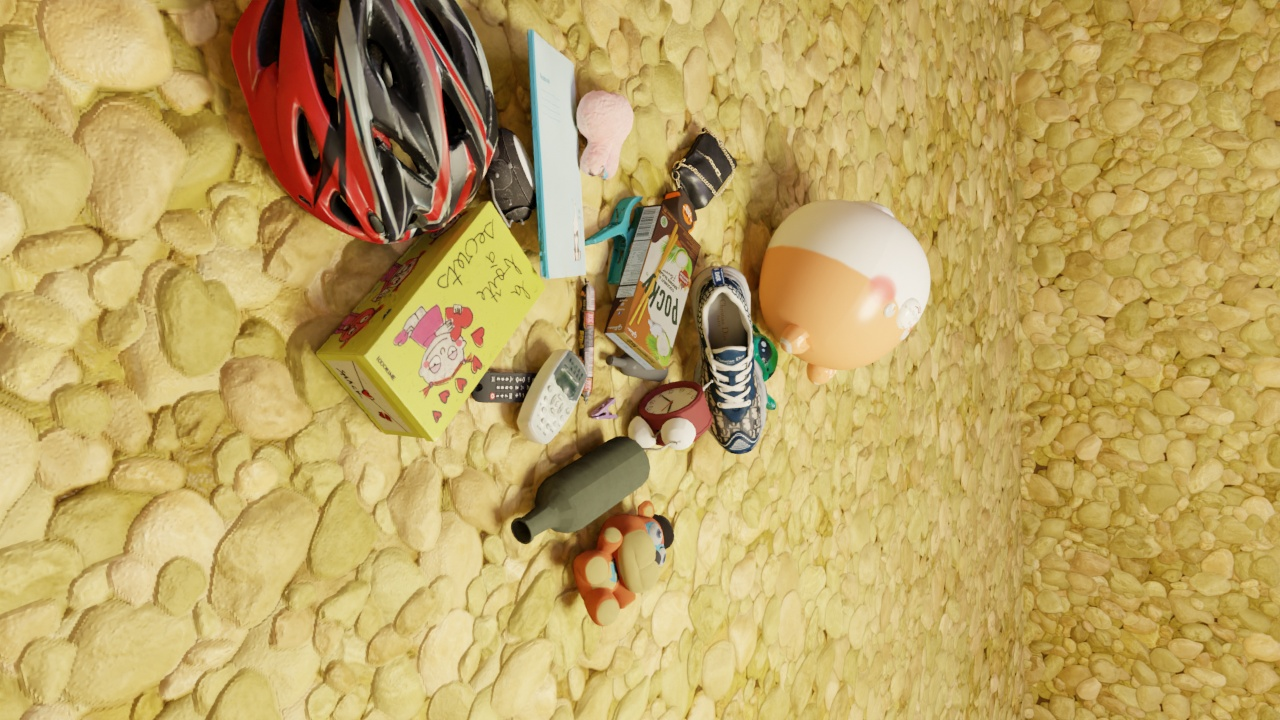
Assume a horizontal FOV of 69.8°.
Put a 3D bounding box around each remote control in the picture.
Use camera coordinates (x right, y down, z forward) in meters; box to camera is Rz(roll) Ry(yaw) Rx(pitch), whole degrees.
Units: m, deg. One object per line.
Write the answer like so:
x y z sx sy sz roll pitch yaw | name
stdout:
-0.133 0.031 1.041 0.146 0.015 0.033 3 90 -54 | remote control
-0.101 0.041 1.046 0.060 0.028 0.114 57 48 -39 | remote control

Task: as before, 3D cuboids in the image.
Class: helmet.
-0.222 -0.225 0.805 0.216 0.167 0.272 -51 143 -34 | helmet

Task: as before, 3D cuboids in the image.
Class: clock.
-0.135 -0.195 0.960 0.091 0.044 0.122 64 7 -47 | clock
0.041 0.076 1.214 0.137 0.096 0.048 -48 128 -44 | clock

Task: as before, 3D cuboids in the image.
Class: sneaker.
0.121 0.002 1.267 0.132 0.103 0.269 -45 129 -84 | sneaker

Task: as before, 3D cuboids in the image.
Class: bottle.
-0.007 0.007 1.199 0.112 0.030 0.030 13 82 -53 | bottle
-0.072 0.157 1.086 0.206 0.072 0.071 -28 114 -50 | bottle

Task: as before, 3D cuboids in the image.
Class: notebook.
-0.091 -0.219 1.023 0.181 0.009 0.253 -35 123 -77 | notebook

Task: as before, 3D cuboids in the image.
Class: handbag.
0.085 -0.271 1.299 0.079 0.054 0.128 53 54 -27 | handbag

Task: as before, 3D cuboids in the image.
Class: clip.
-0.044 0.069 1.169 0.050 0.014 0.045 -55 136 -40 | clip
-0.020 -0.156 1.176 0.103 0.027 0.119 57 50 -42 | clip

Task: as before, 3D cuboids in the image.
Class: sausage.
-0.066 -0.024 1.126 0.020 0.020 0.155 -1 93 -54 | sausage

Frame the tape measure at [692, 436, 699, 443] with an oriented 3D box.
0.064 0.089 1.312 0.051 0.019 0.059 -37 114 -44 | tape measure

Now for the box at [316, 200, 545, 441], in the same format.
-0.196 -0.042 0.899 0.220 0.080 0.124 -56 133 -34 | box

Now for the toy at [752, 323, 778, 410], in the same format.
0.168 0.022 1.414 0.131 0.072 0.192 62 37 -37 | toy

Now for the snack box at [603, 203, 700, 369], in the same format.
0.018 -0.094 1.177 0.101 0.032 0.185 40 59 -46 | snack box

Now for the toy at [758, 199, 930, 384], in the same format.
0.315 -0.109 1.440 0.262 0.266 0.280 40 76 -50 | toy

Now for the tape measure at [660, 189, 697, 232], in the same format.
0.048 -0.197 1.259 0.058 0.038 0.058 55 37 -41 | tape measure

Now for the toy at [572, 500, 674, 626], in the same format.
-0.021 0.247 1.154 0.175 0.096 0.112 -46 127 -56 | toy

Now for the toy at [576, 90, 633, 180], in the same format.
-0.045 -0.273 1.110 0.108 0.053 0.105 -13 111 -67 | toy
